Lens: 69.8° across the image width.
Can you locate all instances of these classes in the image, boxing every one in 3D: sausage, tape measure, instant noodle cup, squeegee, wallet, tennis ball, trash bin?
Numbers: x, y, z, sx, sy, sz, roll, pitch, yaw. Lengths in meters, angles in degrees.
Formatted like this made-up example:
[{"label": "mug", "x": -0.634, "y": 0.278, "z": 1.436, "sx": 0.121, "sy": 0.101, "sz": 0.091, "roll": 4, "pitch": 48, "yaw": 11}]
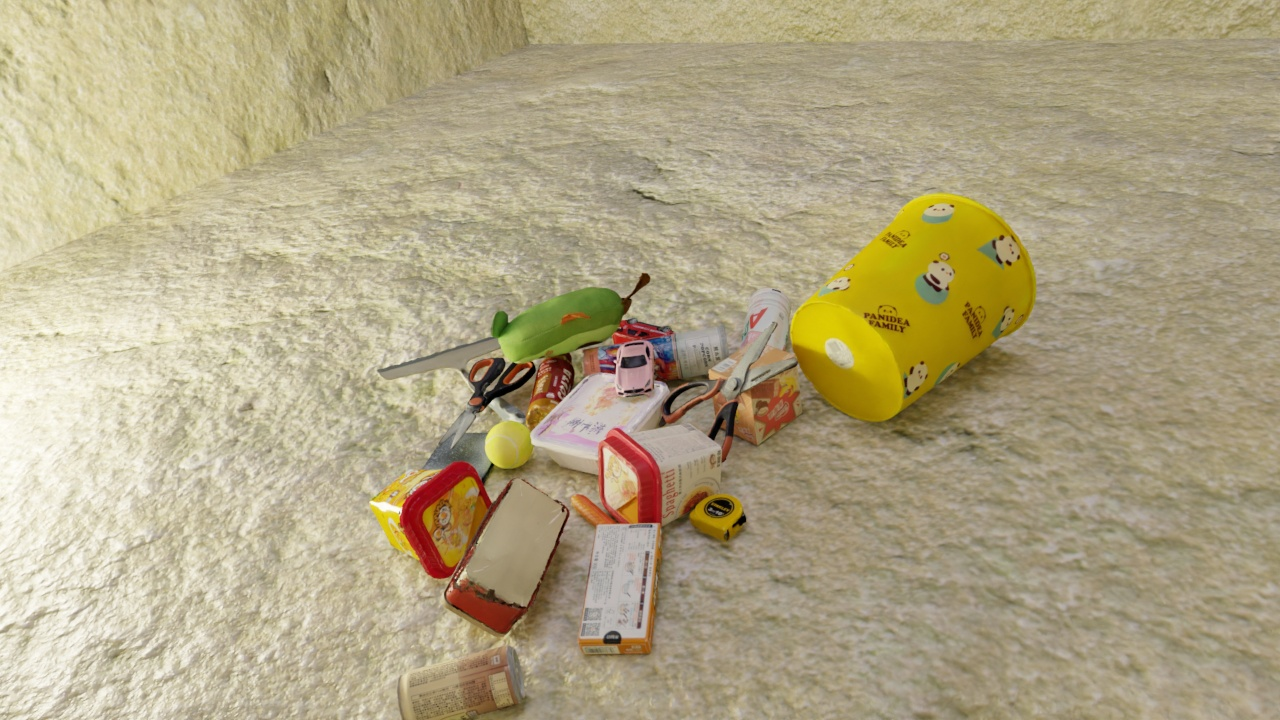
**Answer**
[{"label": "sausage", "x": -0.039, "y": 0.200, "z": 1.100, "sx": 0.021, "sy": 0.021, "sz": 0.165, "roll": -27, "pitch": 35, "yaw": -24}, {"label": "tape measure", "x": 0.093, "y": 0.184, "z": 1.074, "sx": 0.060, "sy": 0.029, "sz": 0.057, "roll": 18, "pitch": 43, "yaw": 40}, {"label": "instant noodle cup", "x": 0.026, "y": 0.136, "z": 1.105, "sx": 0.124, "sy": 0.116, "sz": 0.117, "roll": -15, "pitch": 29, "yaw": -28}, {"label": "instant noodle cup", "x": -0.049, "y": 0.090, "z": 1.246, "sx": 0.138, "sy": 0.060, "sz": 0.173, "roll": 9, "pitch": 38, "yaw": 30}, {"label": "squeegee", "x": -0.235, "y": 0.048, "z": 1.399, "sx": 0.245, "sy": 0.039, "sz": 0.247, "roll": -19, "pitch": 36, "yaw": -32}, {"label": "instant noodle cup", "x": -0.256, "y": 0.188, "z": 1.117, "sx": 0.124, "sy": 0.116, "sz": 0.115, "roll": 3, "pitch": 32, "yaw": 43}, {"label": "wallet", "x": -0.245, "y": 0.137, "z": 1.277, "sx": 0.097, "sy": 0.019, "sz": 0.120, "roll": -1, "pitch": 31, "yaw": 14}, {"label": "tennis ball", "x": -0.178, "y": 0.114, "z": 1.243, "sx": 0.065, "sy": 0.065, "sz": 0.065, "roll": -8, "pitch": 31, "yaw": 5}, {"label": "trash bin", "x": 0.351, "y": -0.063, "z": 1.222, "sx": 0.254, "sy": 0.230, "sz": 0.230, "roll": -36, "pitch": 38, "yaw": -25}]

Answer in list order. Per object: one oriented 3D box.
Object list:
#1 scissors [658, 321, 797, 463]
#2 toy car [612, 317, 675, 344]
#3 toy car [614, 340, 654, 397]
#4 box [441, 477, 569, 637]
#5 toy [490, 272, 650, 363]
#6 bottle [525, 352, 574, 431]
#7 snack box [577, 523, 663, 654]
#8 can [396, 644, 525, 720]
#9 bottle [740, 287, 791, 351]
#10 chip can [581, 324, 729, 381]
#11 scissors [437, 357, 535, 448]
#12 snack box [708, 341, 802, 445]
[{"label": "scissors", "x": 0.105, "y": 0.047, "z": 1.165, "sx": 0.015, "sy": 0.227, "sz": 0.189, "roll": 19, "pitch": -2, "yaw": -44}, {"label": "toy car", "x": 0.008, "y": -0.030, "z": 1.432, "sx": 0.121, "sy": 0.053, "sz": 0.045, "roll": 12, "pitch": 39, "yaw": 38}, {"label": "toy car", "x": -0.008, "y": 0.007, "z": 1.276, "sx": 0.056, "sy": 0.037, "sz": 0.122, "roll": -9, "pitch": 32, "yaw": 7}, {"label": "box", "x": -0.145, "y": 0.211, "z": 1.026, "sx": 0.091, "sy": 0.080, "sz": 0.167, "roll": 33, "pitch": 35, "yaw": -7}, {"label": "toy", "x": -0.103, "y": -0.058, "z": 1.372, "sx": 0.246, "sy": 0.090, "sz": 0.227, "roll": -21, "pitch": -3, "yaw": -17}, {"label": "bottle", "x": -0.129, "y": 0.042, "z": 1.353, "sx": 0.057, "sy": 0.057, "sz": 0.174, "roll": -7, "pitch": 31, "yaw": 7}, {"label": "snack box", "x": -0.020, "y": 0.243, "z": 0.994, "sx": 0.075, "sy": 0.026, "sz": 0.153, "roll": -4, "pitch": 42, "yaw": 11}, {"label": "can", "x": -0.176, "y": 0.324, "z": 0.907, "sx": 0.116, "sy": 0.058, "sz": 0.058, "roll": -14, "pitch": 31, "yaw": -4}, {"label": "bottle", "x": 0.184, "y": -0.032, "z": 1.365, "sx": 0.068, "sy": 0.068, "sz": 0.196, "roll": -2, "pitch": 35, "yaw": 16}, {"label": "chip can", "x": 0.023, "y": -0.001, "z": 1.360, "sx": 0.215, "sy": 0.071, "sz": 0.071, "roll": -9, "pitch": 31, "yaw": 5}, {"label": "scissors", "x": -0.243, "y": 0.058, "z": 1.330, "sx": 0.160, "sy": 0.022, "sz": 0.233, "roll": 19, "pitch": 40, "yaw": 38}, {"label": "snack box", "x": 0.154, "y": 0.042, "z": 1.222, "sx": 0.092, "sy": 0.094, "sz": 0.077, "roll": -32, "pitch": 36, "yaw": -30}]
